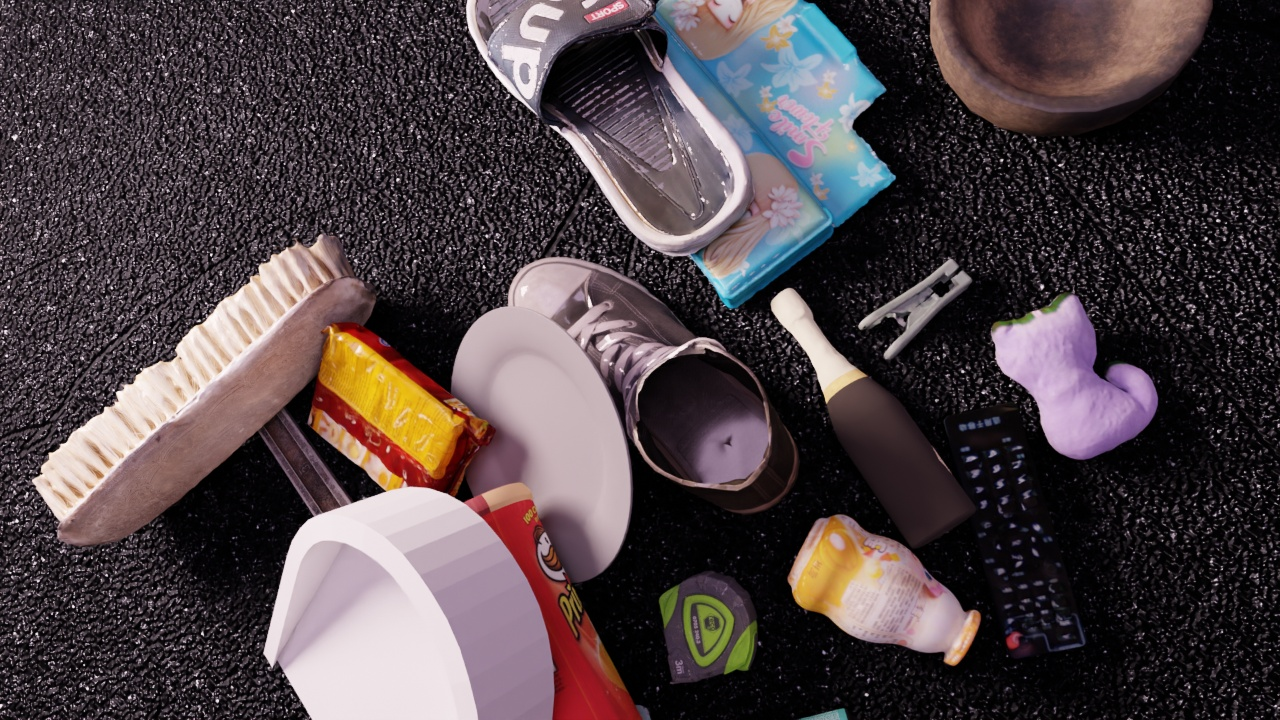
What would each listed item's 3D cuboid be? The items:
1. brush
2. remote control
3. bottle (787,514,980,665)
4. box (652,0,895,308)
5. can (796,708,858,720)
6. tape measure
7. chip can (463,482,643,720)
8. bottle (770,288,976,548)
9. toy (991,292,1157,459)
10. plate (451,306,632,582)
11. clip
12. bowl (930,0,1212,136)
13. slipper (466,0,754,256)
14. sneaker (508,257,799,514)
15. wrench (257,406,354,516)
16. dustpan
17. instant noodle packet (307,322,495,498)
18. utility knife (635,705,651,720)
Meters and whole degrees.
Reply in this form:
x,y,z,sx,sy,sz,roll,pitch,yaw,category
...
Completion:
x,y,z,sx,sy,sz,roll,pitch,yaw,category
-0.297,0.023,0.635,0.271,0.083,0.056,-43,75,1,brush
0.229,0.103,0.567,0.047,0.022,0.150,-13,79,7,remote control
0.146,0.140,0.551,0.109,0.063,0.063,27,85,16,bottle
0.066,-0.176,0.645,0.181,0.039,0.226,-38,74,3,box
0.086,0.246,0.546,0.102,0.055,0.055,-17,76,6,can
0.045,0.167,0.581,0.059,0.036,0.065,-11,81,17,tape measure
-0.057,0.185,0.540,0.087,0.087,0.213,-31,77,3,chip can
0.139,0.029,0.585,0.045,0.045,0.184,-32,68,3,bottle
0.271,0.008,0.570,0.080,0.036,0.099,-24,80,-5,toy
-0.064,0.053,0.580,0.179,0.012,0.178,17,114,43,plate
0.181,-0.034,0.601,0.075,0.023,0.037,-38,74,-1,clip
0.270,-0.219,0.596,0.162,0.070,0.162,-2,79,10,bowl
-0.026,-0.188,0.615,0.111,0.063,0.263,-36,77,4,slipper
-0.003,0.003,0.578,0.095,0.120,0.235,-44,72,-1,sneaker
-0.228,0.094,0.657,0.070,0.010,0.273,-40,75,1,wrench
-0.150,0.188,0.524,0.191,0.053,0.258,49,125,19,dustpan
-0.167,0.042,0.622,0.135,0.039,0.099,35,127,15,instant noodle packet
0.027,0.282,0.572,0.022,0.015,0.141,-31,73,4,utility knife
